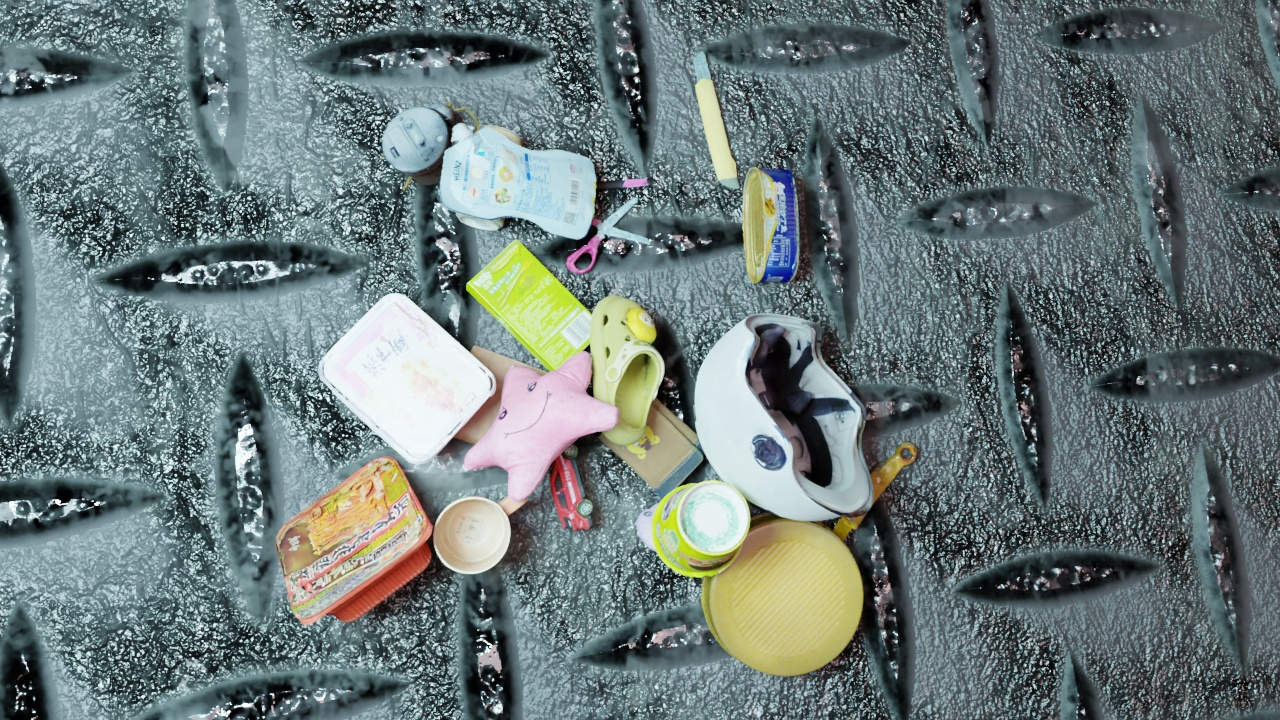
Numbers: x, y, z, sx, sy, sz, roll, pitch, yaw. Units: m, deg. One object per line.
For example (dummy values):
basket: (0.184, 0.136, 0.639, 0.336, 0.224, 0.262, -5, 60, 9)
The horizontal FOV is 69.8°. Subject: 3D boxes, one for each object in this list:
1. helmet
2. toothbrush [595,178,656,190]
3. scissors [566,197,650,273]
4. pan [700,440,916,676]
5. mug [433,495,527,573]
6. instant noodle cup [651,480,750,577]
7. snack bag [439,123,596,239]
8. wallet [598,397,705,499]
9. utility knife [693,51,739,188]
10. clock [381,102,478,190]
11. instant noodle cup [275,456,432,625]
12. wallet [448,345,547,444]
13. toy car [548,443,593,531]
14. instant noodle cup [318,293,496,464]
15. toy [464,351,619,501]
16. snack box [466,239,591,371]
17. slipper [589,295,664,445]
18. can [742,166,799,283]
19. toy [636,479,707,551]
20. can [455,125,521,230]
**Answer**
helmet: (0.153, 0.080, 1.081, 0.228, 0.146, 0.258, -20, 84, -55)
toothbrush: (-0.071, -0.220, 1.159, 0.189, 0.018, 0.014, -7, 84, -12)
scissors: (-0.052, -0.160, 1.157, 0.133, 0.017, 0.131, 16, 79, -11)
pan: (0.230, 0.231, 1.146, 0.357, 0.078, 0.197, -44, 93, -5)
mug: (-0.180, 0.186, 1.048, 0.114, 0.106, 0.081, -38, 91, -12)
instant noodle cup: (0.073, 0.185, 1.036, 0.111, 0.123, 0.111, 1, 73, -4)
snack bag: (-0.143, -0.211, 1.086, 0.190, 0.039, 0.110, 9, 87, -31)
wallet: (0.018, 0.101, 1.131, 0.115, 0.033, 0.090, 43, 80, 1)
utility knife: (0.096, -0.313, 1.197, 0.031, 0.020, 0.188, -12, 92, -15)
clock: (-0.250, -0.262, 1.100, 0.122, 0.055, 0.082, -33, 75, 1)
instant noodle cup: (-0.309, 0.204, 1.011, 0.164, 0.189, 0.079, -35, 126, -10)
wallet: (-0.175, 0.051, 1.110, 0.101, 0.020, 0.115, 22, 77, -6)
toy car: (-0.087, 0.146, 1.096, 0.045, 0.053, 0.120, -13, 87, -9)
instant noodle cup: (-0.267, 0.024, 1.066, 0.173, 0.060, 0.138, 41, 79, 8)
toy: (-0.125, 0.068, 1.052, 0.194, 0.178, 0.074, -39, 135, 4)
snack box: (-0.128, -0.064, 1.123, 0.156, 0.026, 0.085, 44, 72, -3)
slipper: (-0.006, 0.006, 1.086, 0.091, 0.082, 0.190, 29, 53, -44)
can: (0.165, -0.171, 1.165, 0.049, 0.075, 0.148, -1, 84, -14)
toy: (0.048, 0.198, 1.116, 0.108, 0.039, 0.083, -16, 58, -12)
can: (-0.184, -0.221, 1.118, 0.058, 0.058, 0.116, 13, 82, -8)
